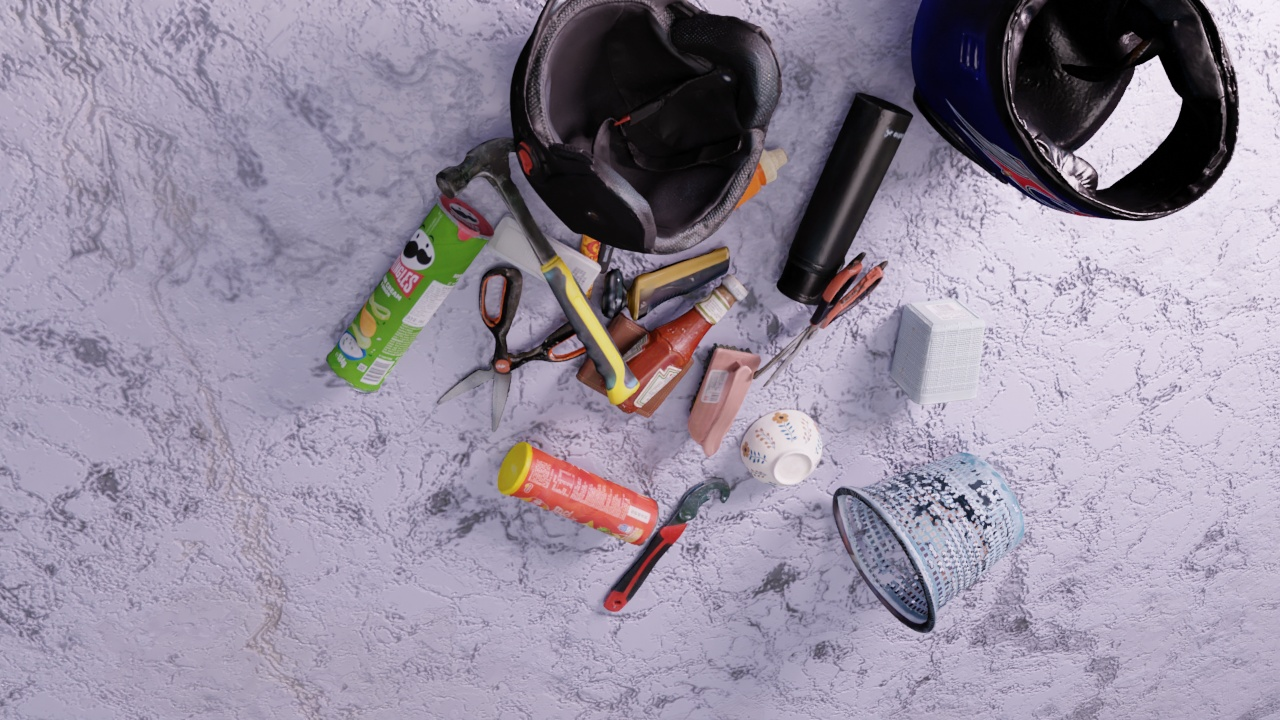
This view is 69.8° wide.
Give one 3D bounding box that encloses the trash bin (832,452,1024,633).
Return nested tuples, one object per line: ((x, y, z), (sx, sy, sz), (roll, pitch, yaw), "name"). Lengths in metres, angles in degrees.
((0.416, 0.237, 1.297), (0.195, 0.226, 0.227), (-26, 124, -12), "trash bin")

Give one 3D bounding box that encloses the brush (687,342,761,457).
((0.102, 0.052, 1.174), (0.063, 0.073, 0.146), (9, 120, -19), "brush")

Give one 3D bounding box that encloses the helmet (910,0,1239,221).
((0.420, -0.295, 0.931), (0.315, 0.240, 0.248), (41, 104, -19), "helmet")

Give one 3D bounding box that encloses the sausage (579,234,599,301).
((-0.061, -0.114, 1.063), (0.021, 0.021, 0.165), (2, 121, -15), "sausage")

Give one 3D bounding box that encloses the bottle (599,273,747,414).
((0.042, -0.023, 1.096), (0.206, 0.059, 0.060), (-43, 121, 5), "bottle")

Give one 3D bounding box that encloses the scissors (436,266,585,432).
((-0.149, -0.009, 1.096), (0.229, 0.021, 0.221), (-6, 119, 2), "scissors")

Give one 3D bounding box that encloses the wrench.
((0.031, 0.268, 1.325), (0.056, 0.016, 0.274), (30, 110, -27), "wrench")

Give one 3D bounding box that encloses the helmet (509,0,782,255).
((-0.014, -0.232, 0.883), (0.233, 0.230, 0.275), (-47, 115, -19), "helmet")

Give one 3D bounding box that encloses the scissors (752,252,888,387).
((0.224, -0.052, 1.127), (0.188, 0.015, 0.227), (-25, 153, -38), "scissors")

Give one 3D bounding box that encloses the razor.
((0.029, -0.096, 1.084), (0.167, 0.062, 0.067), (-22, 92, -6), "razor")

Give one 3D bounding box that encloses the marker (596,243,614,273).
((-0.031, -0.155, 1.050), (0.018, 0.015, 0.124), (10, 120, -14), "marker")

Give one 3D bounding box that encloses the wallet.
((-0.007, 0.007, 1.147), (0.124, 0.032, 0.101), (30, 107, -27), "wallet")

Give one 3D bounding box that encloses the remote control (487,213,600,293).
((-0.110, -0.116, 1.037), (0.125, 0.024, 0.049), (28, 113, -14), "remote control")

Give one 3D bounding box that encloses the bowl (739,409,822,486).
((0.198, 0.129, 1.252), (0.113, 0.062, 0.114), (-6, 120, -10), "bowl")

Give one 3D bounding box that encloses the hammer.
((-0.087, -0.093, 0.998), (0.125, 0.032, 0.323), (-42, 115, -26), "hammer")

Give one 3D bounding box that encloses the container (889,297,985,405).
((0.388, -0.014, 1.193), (0.090, 0.090, 0.112), (-6, 120, -10), "container")

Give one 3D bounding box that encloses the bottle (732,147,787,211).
((0.098, -0.197, 1.030), (0.149, 0.066, 0.067), (-29, 123, -3), "bottle")

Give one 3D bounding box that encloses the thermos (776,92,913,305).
((0.238, -0.184, 1.074), (0.089, 0.068, 0.243), (-12, 132, -45), "thermos")

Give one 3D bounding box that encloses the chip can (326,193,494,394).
((-0.257, -0.070, 1.014), (0.072, 0.072, 0.236), (31, 110, -27), "chip can")

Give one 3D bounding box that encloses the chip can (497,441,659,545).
((-0.078, 0.178, 1.210), (0.216, 0.073, 0.073), (27, 112, -26), "chip can")
